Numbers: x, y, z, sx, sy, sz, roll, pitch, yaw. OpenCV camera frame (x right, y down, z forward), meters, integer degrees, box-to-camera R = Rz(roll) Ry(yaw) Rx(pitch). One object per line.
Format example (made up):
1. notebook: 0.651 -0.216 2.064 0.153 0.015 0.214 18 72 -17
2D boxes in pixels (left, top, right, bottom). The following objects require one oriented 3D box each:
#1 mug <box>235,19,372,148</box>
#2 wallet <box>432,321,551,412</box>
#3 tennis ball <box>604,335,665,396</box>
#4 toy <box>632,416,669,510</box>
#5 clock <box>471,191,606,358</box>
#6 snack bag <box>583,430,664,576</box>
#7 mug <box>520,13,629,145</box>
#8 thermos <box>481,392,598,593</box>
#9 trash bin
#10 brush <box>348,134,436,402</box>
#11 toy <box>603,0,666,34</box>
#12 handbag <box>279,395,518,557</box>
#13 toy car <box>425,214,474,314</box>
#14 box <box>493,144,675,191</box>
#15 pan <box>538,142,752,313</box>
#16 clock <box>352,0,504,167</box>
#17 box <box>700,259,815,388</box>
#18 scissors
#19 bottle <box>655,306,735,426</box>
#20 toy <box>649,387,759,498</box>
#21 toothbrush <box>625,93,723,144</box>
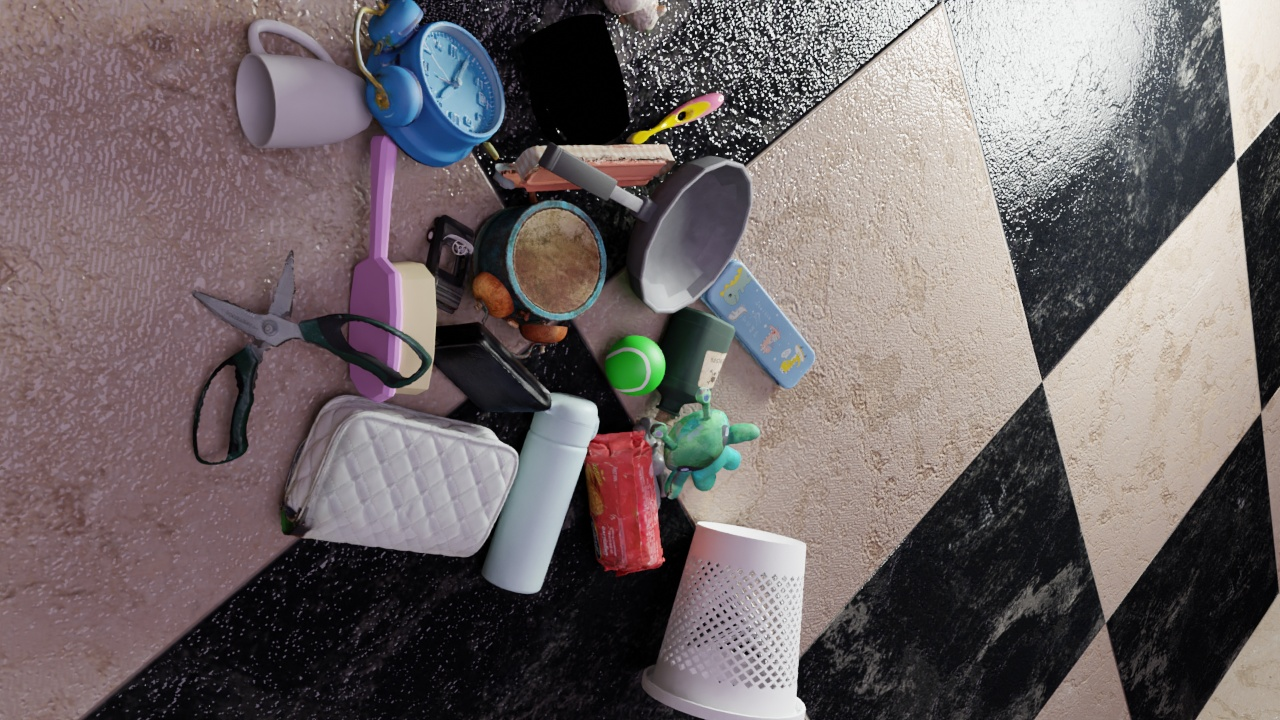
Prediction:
1. mug: -0.272 -0.225 0.741 0.089 0.071 0.107 -14 83 -44
2. wallet: -0.147 0.012 0.872 0.115 0.089 0.026 49 53 -34
3. tennis ball: -0.006 0.006 0.991 0.065 0.065 0.065 -10 109 -34
4. toy: 0.015 0.119 1.060 0.049 0.030 0.112 -44 125 -52
5. clock: -0.106 -0.078 0.886 0.121 0.073 0.157 35 69 -34
6. snack bag: -0.017 0.162 1.016 0.082 0.082 0.176 -18 112 -31
7. mug: -0.063 -0.251 0.862 0.111 0.085 0.104 -56 137 -36
8. thermos: -0.103 0.134 0.956 0.077 0.065 0.207 18 92 -38
9. trash bin: 0.115 0.306 1.100 0.195 0.196 0.199 14 85 -38
10. brush: -0.216 -0.079 0.802 0.043 0.089 0.229 -3 103 -40
11. toy: -0.002 -0.365 0.888 0.106 0.085 0.074 60 34 -52
12. handbag: -0.223 0.112 0.861 0.194 0.072 0.139 20 100 -38
13. toy car: -0.175 -0.090 0.842 0.040 0.037 0.092 28 53 -36
14. box: -0.051 -0.185 0.888 0.186 0.085 0.048 -12 83 -43
15. pan: 0.005 -0.147 0.893 0.179 0.041 0.356 -59 152 9
16. clock: -0.180 -0.231 0.766 0.161 0.060 0.116 17 66 -55
17. box: 0.147 -0.040 1.108 0.065 0.037 0.209 -53 126 -10
18. scissors: -0.290 0.015 0.765 0.201 0.015 0.202 24 100 -3
19. bottle: 0.050 0.010 1.035 0.061 0.061 0.131 23 89 -40
20. toy: 0.068 0.098 1.045 0.130 0.072 0.193 -38 151 -2
21. toothbrush: 0.038 -0.259 0.982 0.135 0.016 0.021 -32 118 -28
